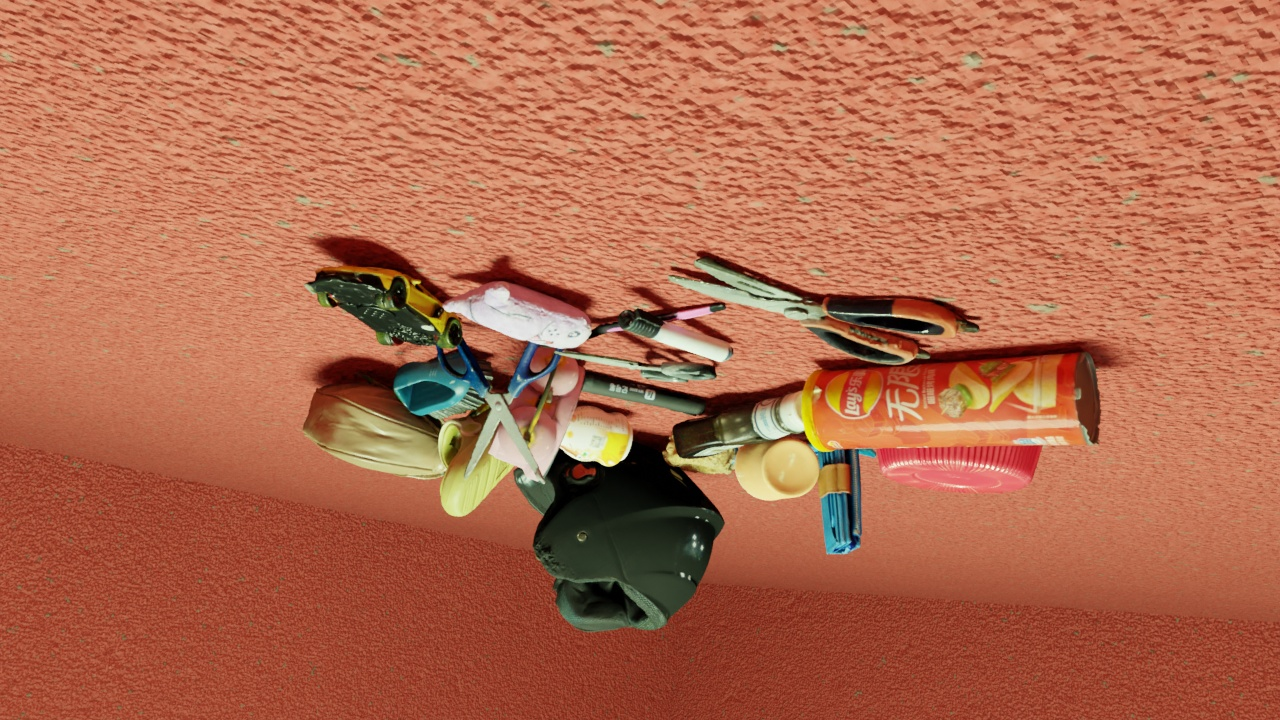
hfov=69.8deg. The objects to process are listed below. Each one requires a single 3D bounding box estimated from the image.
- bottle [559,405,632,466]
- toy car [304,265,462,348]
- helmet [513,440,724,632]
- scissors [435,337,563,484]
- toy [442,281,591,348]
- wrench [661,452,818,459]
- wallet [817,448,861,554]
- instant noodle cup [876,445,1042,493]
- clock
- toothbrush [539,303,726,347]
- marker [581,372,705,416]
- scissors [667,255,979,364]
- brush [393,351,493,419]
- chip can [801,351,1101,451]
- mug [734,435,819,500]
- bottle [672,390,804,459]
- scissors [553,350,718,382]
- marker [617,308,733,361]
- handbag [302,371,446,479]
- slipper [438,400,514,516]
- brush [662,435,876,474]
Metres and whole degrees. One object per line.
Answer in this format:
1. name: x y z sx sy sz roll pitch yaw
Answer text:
1. bottle: -0.066 0.080 1.029 0.108 0.063 0.063 15 162 -21
2. toy car: -0.194 -0.044 0.717 0.071 0.041 0.156 2 164 18
3. helmet: -0.034 0.210 1.165 0.274 0.229 0.234 45 159 25
4. scissors: -0.118 0.027 0.782 0.163 0.173 0.012 -40 163 24
5. toy: -0.084 -0.035 0.699 0.108 0.039 0.084 21 162 -35
6. wrench: 0.142 0.122 1.149 0.274 0.016 0.056 -4 157 35
7. wallet: 0.201 0.129 0.942 0.040 0.133 0.106 -3 163 4
8. instant noodle cup: 0.296 0.082 0.863 0.194 0.065 0.194 8 162 2
9. clock: -0.095 0.046 0.849 0.060 0.117 0.159 23 163 -9
10. toothbrush: -0.012 -0.030 0.735 0.190 0.017 0.014 -10 157 37
11. marker: 0.002 0.035 0.922 0.132 0.020 0.022 13 148 -18
12. scissors: 0.132 -0.035 0.645 0.216 0.015 0.195 2 162 23
13. brush: -0.206 0.023 0.919 0.073 0.055 0.144 18 161 -31
14. chip can: 0.240 0.035 0.726 0.217 0.073 0.073 -5 159 36
15. mug: 0.147 0.113 0.968 0.078 0.078 0.123 9 175 -2
16. bottle: 0.107 0.064 0.914 0.079 0.044 0.195 -6 171 -30
17. scissors: -0.011 0.006 0.791 0.174 0.014 0.137 2 172 -14
18. marker: 0.031 -0.019 0.712 0.023 0.018 0.130 -23 155 36
19. handbag: -0.297 0.073 1.038 0.147 0.099 0.205 21 173 -29
20. slipper: -0.171 0.084 0.953 0.081 0.092 0.190 24 -151 5
21. brush: 0.147 0.108 1.075 0.255 0.045 0.083 -5 155 27
